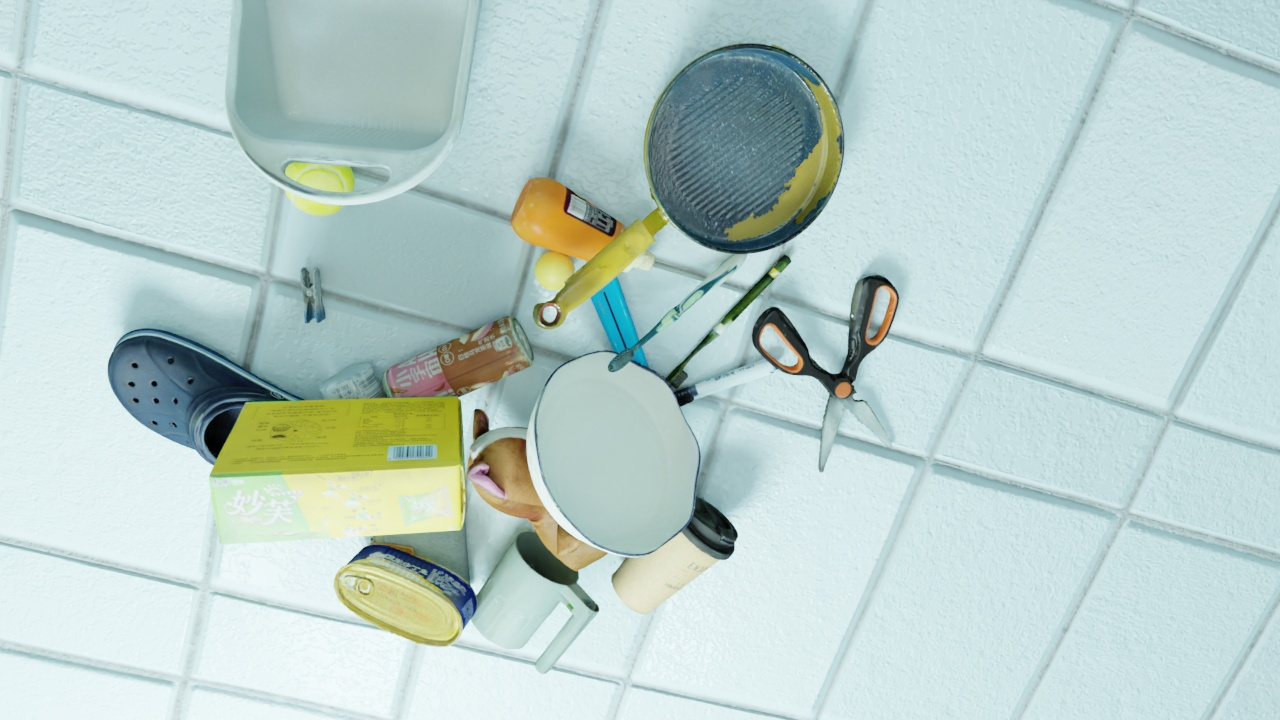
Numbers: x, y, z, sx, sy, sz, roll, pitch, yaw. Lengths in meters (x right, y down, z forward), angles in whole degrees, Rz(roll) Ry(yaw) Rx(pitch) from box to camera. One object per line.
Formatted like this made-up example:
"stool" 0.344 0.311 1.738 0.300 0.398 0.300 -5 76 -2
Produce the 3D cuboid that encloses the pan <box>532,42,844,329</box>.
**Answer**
"pan" 0.039 -0.151 0.880 0.357 0.078 0.198 -37 108 2

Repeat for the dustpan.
"dustpan" -0.253 -0.276 0.807 0.222 0.142 0.258 4 109 -5

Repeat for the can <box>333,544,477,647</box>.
"can" -0.250 0.250 0.981 0.148 0.049 0.075 21 111 6

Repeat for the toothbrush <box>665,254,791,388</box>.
"toothbrush" 0.094 -0.040 0.973 0.017 0.012 0.186 39 101 -20

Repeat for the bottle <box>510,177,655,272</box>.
"bottle" -0.052 -0.126 0.912 0.149 0.066 0.067 23 105 -18

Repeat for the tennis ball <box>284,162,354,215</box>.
"tennis ball" -0.307 -0.171 0.875 0.065 0.065 0.065 -1 108 -4

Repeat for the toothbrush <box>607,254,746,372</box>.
"toothbrush" 0.040 -0.051 0.932 0.191 0.018 0.016 -41 101 -13

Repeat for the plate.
"plate" -0.028 0.094 0.914 0.205 0.204 0.046 46 137 -16

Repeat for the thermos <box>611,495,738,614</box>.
"thermos" 0.035 0.213 1.014 0.093 0.093 0.143 37 109 -14

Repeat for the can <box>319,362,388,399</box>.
"can" -0.276 0.077 0.961 0.058 0.058 0.147 -22 108 3

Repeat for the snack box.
"snack box" -0.270 0.095 0.850 0.210 0.157 0.070 -2 111 -11

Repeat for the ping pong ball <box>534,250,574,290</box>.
"ping pong ball" -0.087 -0.091 0.929 0.040 0.040 0.040 -1 108 -4

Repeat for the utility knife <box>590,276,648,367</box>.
"utility knife" -0.006 0.006 0.979 0.034 0.018 0.223 -20 109 4

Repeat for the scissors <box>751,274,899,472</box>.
"scissors" 0.209 0.009 0.989 0.232 0.021 0.221 24 102 -18

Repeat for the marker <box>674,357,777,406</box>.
"marker" 0.086 0.026 0.989 0.131 0.022 0.018 -20 134 4

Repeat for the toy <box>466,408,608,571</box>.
"toy" -0.095 0.128 0.946 0.199 0.140 0.130 35 100 -20

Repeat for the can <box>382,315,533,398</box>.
"can" -0.187 0.007 0.944 0.147 0.058 0.058 -23 108 3

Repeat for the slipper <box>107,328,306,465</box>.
"slipper" -0.421 0.063 0.930 0.252 0.095 0.105 28 101 -16

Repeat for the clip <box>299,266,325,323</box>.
"clip" -0.331 -0.067 0.930 0.036 0.025 0.058 -2 104 4

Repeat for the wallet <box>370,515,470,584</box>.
"wallet" -0.245 0.209 1.017 0.106 0.037 0.130 -2 108 -4

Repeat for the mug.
"mug" -0.117 0.268 1.008 0.124 0.083 0.103 43 106 23
